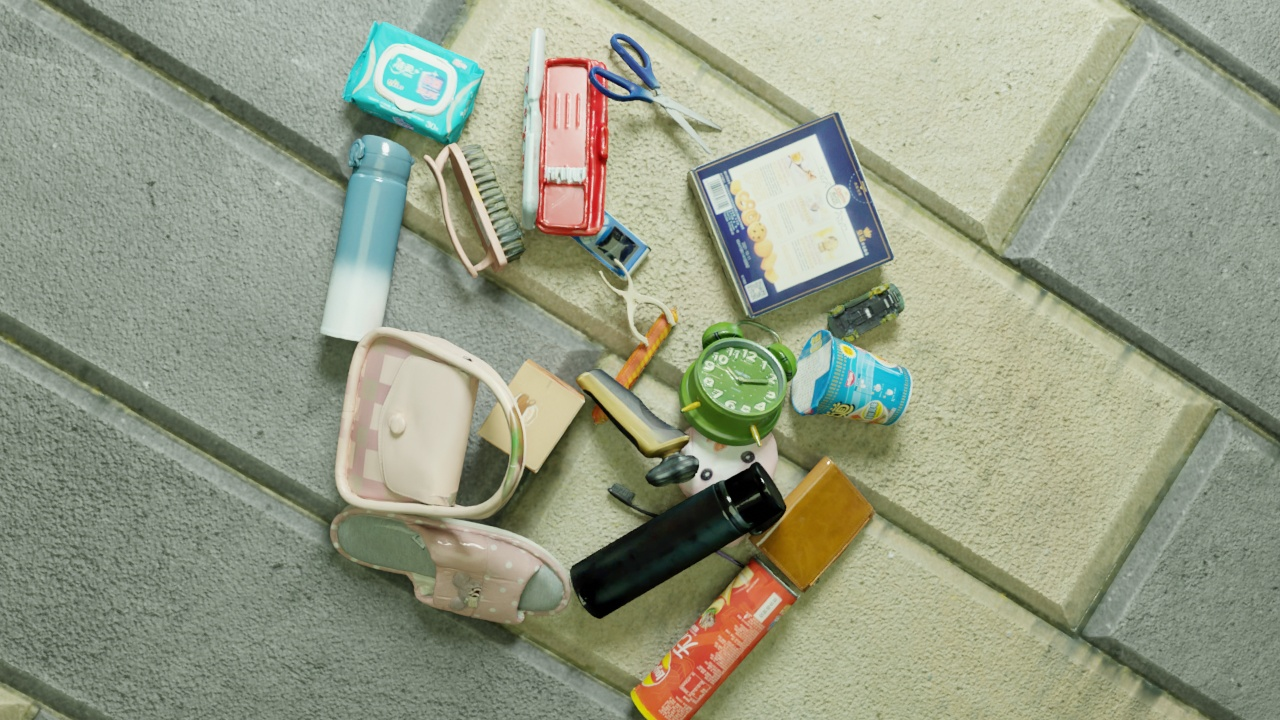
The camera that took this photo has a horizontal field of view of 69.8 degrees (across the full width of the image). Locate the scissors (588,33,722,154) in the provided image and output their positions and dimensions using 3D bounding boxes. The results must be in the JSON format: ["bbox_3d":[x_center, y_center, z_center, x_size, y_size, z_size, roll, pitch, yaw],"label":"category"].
[{"bbox_3d":[0.016,-0.299,1.017,0.162,0.012,0.162,-2,67,-34],"label":"scissors"}]

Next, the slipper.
[{"bbox_3d":[-0.209,0.227,1.005,0.274,0.054,0.114,19,121,-3],"label":"slipper"}]

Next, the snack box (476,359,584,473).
[{"bbox_3d":[-0.118,0.057,1.000,0.077,0.094,0.093,34,90,-5],"label":"snack box"}]

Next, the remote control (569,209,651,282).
[{"bbox_3d":[-0.050,-0.146,1.031,0.125,0.024,0.049,40,89,-4],"label":"remote control"}]

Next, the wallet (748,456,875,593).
[{"bbox_3d":[0.204,0.195,1.053,0.130,0.035,0.119,-46,114,-7],"label":"wallet"}]

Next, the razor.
[{"bbox_3d":[-0.006,0.072,1.002,0.067,0.062,0.167,-43,78,-13],"label":"razor"}]

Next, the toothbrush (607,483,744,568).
[{"bbox_3d":[0.044,0.192,1.062,0.189,0.014,0.016,31,68,-6],"label":"toothbrush"}]

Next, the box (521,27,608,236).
[{"bbox_3d":[-0.078,-0.239,0.973,0.095,0.100,0.201,2,83,-5],"label":"box"}]

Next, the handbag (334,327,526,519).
[{"bbox_3d":[-0.202,0.076,0.938,0.234,0.093,0.193,14,95,35],"label":"handbag"}]

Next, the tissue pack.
[{"bbox_3d":[-0.245,-0.300,0.995,0.133,0.050,0.093,21,92,-5],"label":"tissue pack"}]

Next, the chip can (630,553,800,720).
[{"bbox_3d":[0.084,0.323,1.041,0.073,0.073,0.216,42,89,-5],"label":"chip can"}]

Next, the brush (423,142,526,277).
[{"bbox_3d":[-0.182,-0.167,1.000,0.073,0.063,0.145,-23,94,-14],"label":"brush"}]

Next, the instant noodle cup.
[{"bbox_3d":[0.240,0.027,1.034,0.110,0.099,0.099,16,91,-14],"label":"instant noodle cup"}]

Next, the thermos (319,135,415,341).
[{"bbox_3d":[-0.296,-0.130,0.992,0.070,0.070,0.220,10,92,-5],"label":"thermos"}]

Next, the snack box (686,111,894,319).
[{"bbox_3d":[0.169,-0.163,1.038,0.182,0.046,0.178,-22,94,-3],"label":"snack box"}]

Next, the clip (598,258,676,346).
[{"bbox_3d":[-0.013,-0.053,1.013,0.104,0.035,0.086,33,91,-3],"label":"clip"}]

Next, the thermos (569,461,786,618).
[{"bbox_3d":[0.046,0.204,1.009,0.243,0.068,0.090,-31,124,12],"label":"thermos"}]

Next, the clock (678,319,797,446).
[{"bbox_3d":[0.110,0.019,1.017,0.116,0.056,0.160,24,54,2],"label":"clock"}]

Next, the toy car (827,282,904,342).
[{"bbox_3d":[0.257,-0.055,1.054,0.091,0.036,0.043,-27,96,-4],"label":"toy car"}]

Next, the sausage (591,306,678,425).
[{"bbox_3d":[-0.006,0.006,1.044,0.021,0.021,0.165,35,90,-5],"label":"sausage"}]

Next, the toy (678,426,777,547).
[{"bbox_3d":[0.106,0.134,1.046,0.121,0.054,0.159,-24,102,-3],"label":"toy"}]
